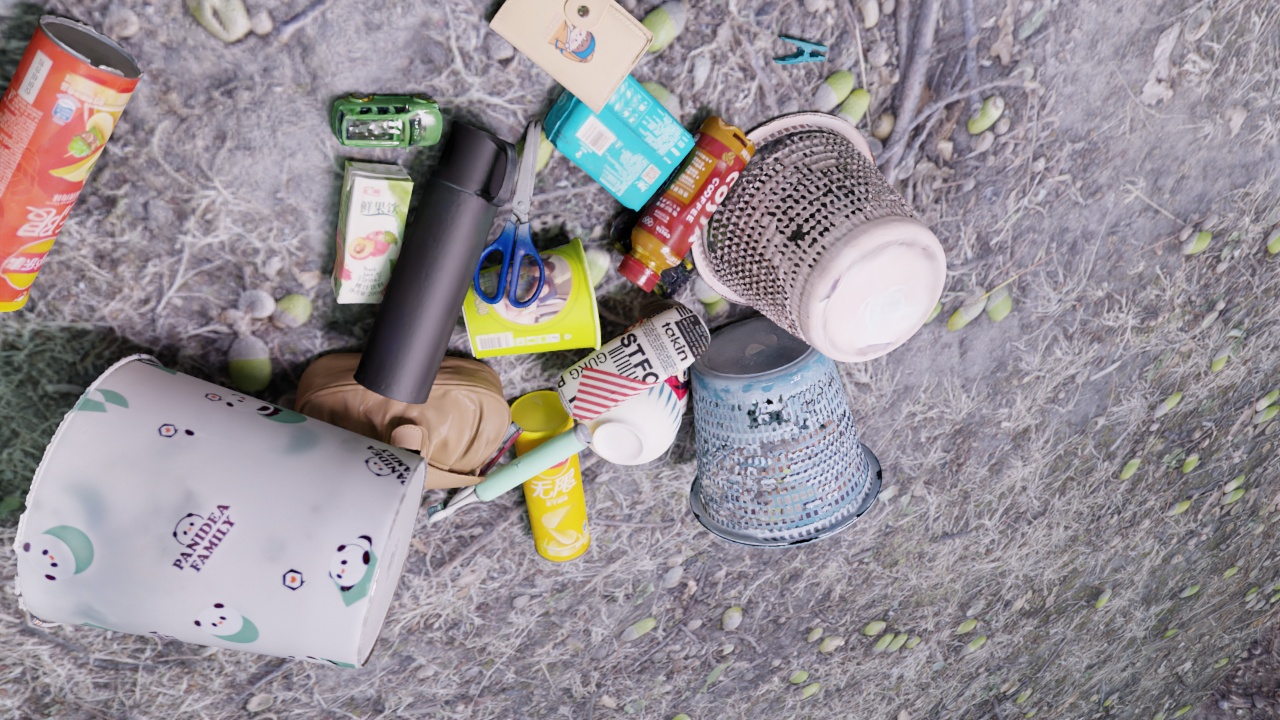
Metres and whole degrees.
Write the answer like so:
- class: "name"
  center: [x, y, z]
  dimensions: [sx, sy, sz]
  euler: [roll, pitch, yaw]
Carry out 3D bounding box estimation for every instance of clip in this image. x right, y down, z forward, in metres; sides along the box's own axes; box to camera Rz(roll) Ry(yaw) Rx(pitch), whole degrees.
- class: "clip"
  center: [0.156, -0.298, 0.886]
  dimensions: [0.056, 0.014, 0.039]
  euler: [-3, 126, -22]

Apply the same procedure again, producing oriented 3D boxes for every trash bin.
- class: "trash bin"
  center: [-0.328, 0.137, 0.773]
  dimensions: [0.252, 0.229, 0.230]
  euler: [15, 119, -6]
- class: "trash bin"
  center: [0.147, 0.065, 1.038]
  dimensions: [0.226, 0.226, 0.195]
  euler: [-21, 117, -11]
- class: "trash bin"
  center: [0.190, -0.108, 0.926]
  dimensions: [0.227, 0.192, 0.228]
  euler: [-13, 129, -17]

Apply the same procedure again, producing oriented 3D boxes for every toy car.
- class: "toy car"
  center: [0.010, -0.111, 0.940]
  dimensions: [0.049, 0.031, 0.106]
  euler: [-44, 119, 2]
- class: "toy car"
  center: [-0.210, -0.198, 0.768]
  dimensions: [0.091, 0.036, 0.043]
  euler: [-9, 126, -25]

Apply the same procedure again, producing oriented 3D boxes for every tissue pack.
- class: "tissue pack"
  center: [-0.018, -0.206, 0.844]
  dimensions: [0.093, 0.050, 0.133]
  euler: [-48, 130, 9]

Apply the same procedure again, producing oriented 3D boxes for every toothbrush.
- class: "toothbrush"
  center: [-0.177, 0.121, 0.999]
  dimensions: [0.188, 0.017, 0.016]
  euler: [-47, 175, 38]
- class: "toothbrush"
  center: [-0.144, 0.125, 0.972]
  dimensions: [0.225, 0.027, 0.026]
  euler: [-30, 150, 23]

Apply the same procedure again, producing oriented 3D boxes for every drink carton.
- class: "drink carton"
  center: [-0.238, -0.112, 0.808]
  dimensions: [0.053, 0.045, 0.123]
  euler: [-2, 125, -31]

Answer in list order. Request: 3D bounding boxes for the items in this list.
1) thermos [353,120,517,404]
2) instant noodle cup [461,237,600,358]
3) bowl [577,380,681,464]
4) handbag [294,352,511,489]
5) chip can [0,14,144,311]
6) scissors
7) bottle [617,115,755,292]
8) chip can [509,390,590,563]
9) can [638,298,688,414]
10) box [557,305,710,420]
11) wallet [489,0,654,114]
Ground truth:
- class: "thermos"
  center: [-0.173, -0.081, 0.797]
  dimensions: [0.068, 0.090, 0.242]
  euler: [15, 101, -41]
- class: "instant noodle cup"
  center: [-0.110, -0.053, 0.883]
  dimensions: [0.123, 0.111, 0.112]
  euler: [-12, 128, -8]
- class: "bowl"
  center: [-0.017, 0.071, 1.005]
  dimensions: [0.116, 0.066, 0.117]
  euler: [8, 128, 10]
- class: "handbag"
  center: [-0.234, 0.069, 0.908]
  dimensions: [0.204, 0.099, 0.148]
  euler: [1, 124, -19]
- class: "chip can"
  center: [-0.446, -0.140, 0.670]
  dimensions: [0.073, 0.073, 0.217]
  euler: [24, 111, -37]
- class: "scissors"
  center: [-0.120, -0.134, 0.830]
  dimensions: [0.108, 0.012, 0.174]
  euler: [-14, 88, 3]
- class: "bottle"
  center: [0.041, -0.148, 0.888]
  dimensions: [0.057, 0.057, 0.175]
  euler: [31, 93, -39]
- class: "chip can"
  center: [-0.101, 0.137, 1.043]
  dimensions: [0.072, 0.072, 0.214]
  euler: [-16, 129, -15]
- class: "can"
  center: [0.027, 0.001, 1.017]
  dimensions: [0.053, 0.053, 0.133]
  euler: [-15, 129, -16]
- class: "box"
  center: [-0.006, 0.005, 0.936]
  dimensions: [0.162, 0.076, 0.088]
  euler: [-33, 164, 1]
- class: "wallet"
  center: [-0.054, -0.276, 0.763]
  dimensions: [0.115, 0.024, 0.087]
  euler: [37, 97, -10]
